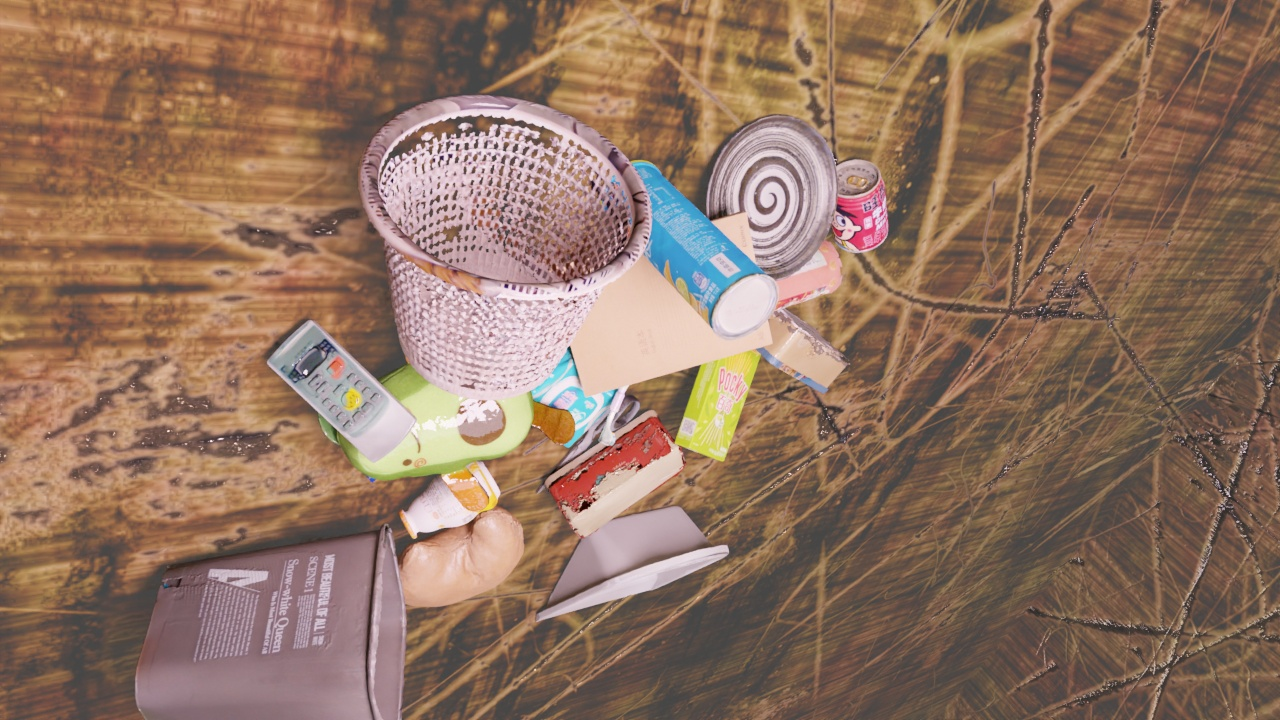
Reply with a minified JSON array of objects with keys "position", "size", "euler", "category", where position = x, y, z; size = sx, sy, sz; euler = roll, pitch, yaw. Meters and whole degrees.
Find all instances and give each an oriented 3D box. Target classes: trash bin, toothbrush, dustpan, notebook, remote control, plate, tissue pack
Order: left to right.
[{"position":[-0.355,0.290,0.920],"size":[0.219,0.198,0.199],"euler":[-2,132,-8],"category":"trash bin"},{"position":[-0.266,0.028,0.822],"size":[0.056,0.135,0.019],"euler":[-45,-175,-4],"category":"remote control"},{"position":[-0.122,-0.078,0.775],"size":[0.227,0.227,0.193],"euler":[-15,148,-28],"category":"trash bin"},{"position":[-0.084,0.038,1.029],"size":[0.093,0.050,0.133],"euler":[-44,142,4],"category":"tissue pack"},{"position":[-0.006,0.006,1.036],"size":[0.020,0.029,0.189],"euler":[21,90,-14],"category":"toothbrush"},{"position":[0.004,0.314,1.302],"size":[0.222,0.142,0.258],"euler":[-6,130,-35],"category":"dustpan"},{"position":[0.025,-0.057,0.958],"size":[0.211,0.012,0.149],"euler":[-16,111,-3],"category":"notebook"},{"position":[0.139,-0.173,0.993],"size":[0.179,0.024,0.179],"euler":[-10,109,-29],"category":"plate"}]

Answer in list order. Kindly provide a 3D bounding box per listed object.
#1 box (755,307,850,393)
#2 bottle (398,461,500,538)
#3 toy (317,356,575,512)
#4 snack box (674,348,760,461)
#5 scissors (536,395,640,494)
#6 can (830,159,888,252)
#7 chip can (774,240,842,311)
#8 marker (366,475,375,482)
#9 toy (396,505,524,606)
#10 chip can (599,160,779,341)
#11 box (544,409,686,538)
[{"position":[0.197,-0.019,1.168],"size":[0.061,0.090,0.184],"euler":[-49,142,11],"category":"box"},{"position":[-0.215,0.158,1.031],"size":[0.108,0.063,0.063],"euler":[-29,141,-14],"category":"bottle"},{"position":[-0.182,0.048,0.905],"size":[0.246,0.090,0.227],"euler":[-21,108,-23],"category":"toy"},{"position":[0.099,0.042,1.146],"size":[0.085,0.026,0.156],"euler":[27,80,-50],"category":"snack box"},{"position":[-0.064,0.105,1.142],"size":[0.146,0.014,0.172],"euler":[-16,136,-26],"category":"scissors"},{"position":[0.253,-0.180,1.073],"size":[0.066,0.066,0.094],"euler":[-34,142,-7],"category":"can"},{"position":[0.134,-0.086,1.055],"size":[0.214,0.071,0.071],"euler":[-19,138,-31],"category":"chip can"},{"position":[-0.229,0.085,0.986],"size":[0.145,0.017,0.017],"euler":[-33,141,-9],"category":"marker"},{"position":[-0.245,0.246,1.088],"size":[0.225,0.082,0.144],"euler":[-20,137,-17],"category":"toy"},{"position":[0.041,-0.107,0.857],"size":[0.071,0.210,0.071],"euler":[-21,138,-21],"category":"chip can"},{"position":[-0.026,0.149,1.153],"size":[0.168,0.080,0.091],"euler":[-34,151,-8],"category":"box"}]
